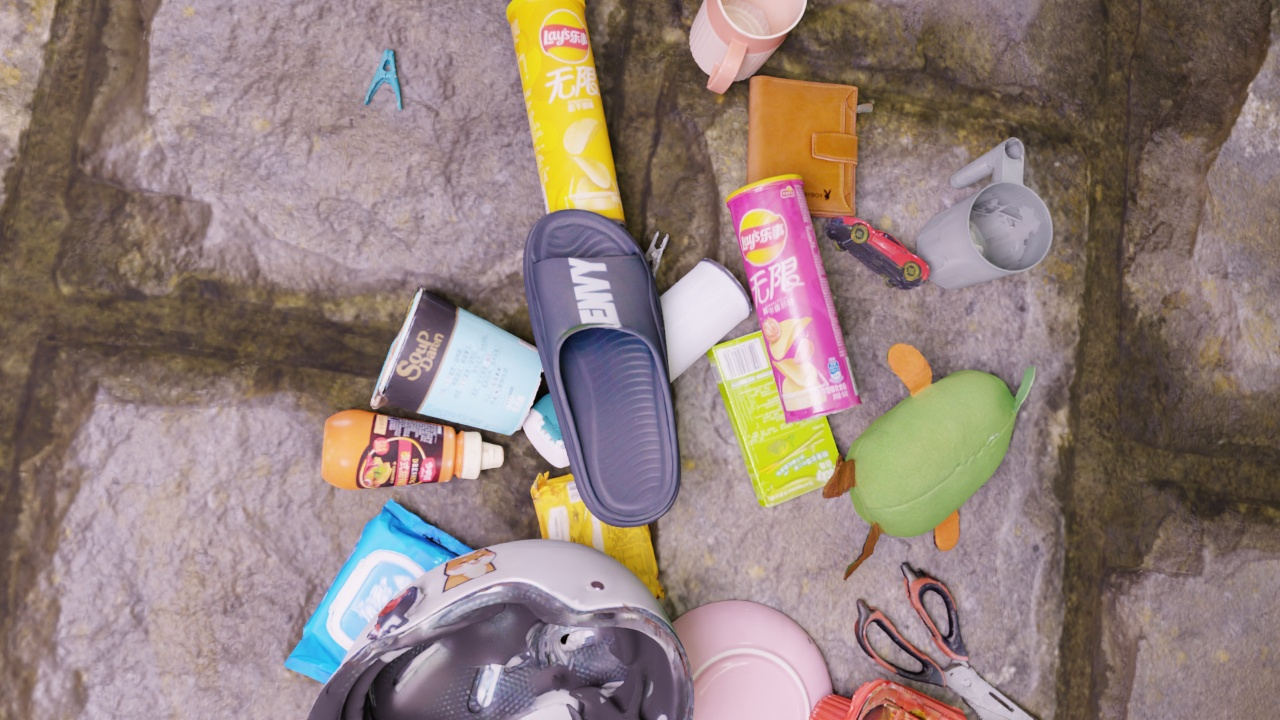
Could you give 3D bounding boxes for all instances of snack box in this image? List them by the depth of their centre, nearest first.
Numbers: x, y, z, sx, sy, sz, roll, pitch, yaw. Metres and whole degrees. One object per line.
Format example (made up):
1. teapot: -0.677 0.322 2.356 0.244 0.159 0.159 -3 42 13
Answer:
1. snack box: 0.126 0.049 0.851 0.085 0.026 0.156 -19 88 -12

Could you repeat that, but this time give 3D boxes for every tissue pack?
1. tissue pack: -0.215 0.204 0.760 0.095 0.052 0.157 32 80 -6

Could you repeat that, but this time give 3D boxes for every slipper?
1. slipper: -0.022 -0.002 0.729 0.110 0.083 0.268 -11 82 -12

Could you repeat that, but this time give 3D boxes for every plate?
1. plate: 0.087 0.313 0.813 0.192 0.039 0.192 1 85 -11

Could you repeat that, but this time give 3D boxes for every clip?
1. clip: -0.227 -0.252 0.820 0.033 0.013 0.054 7 86 -11
2. clip: 0.011 -0.093 0.845 0.042 0.026 0.058 20 78 -1

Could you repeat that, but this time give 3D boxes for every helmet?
1. helmet: -0.102 0.232 0.694 0.274 0.156 0.230 -22 115 4

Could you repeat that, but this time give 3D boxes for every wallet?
1. wallet: 0.161 -0.203 0.881 0.119 0.035 0.130 2 85 -5

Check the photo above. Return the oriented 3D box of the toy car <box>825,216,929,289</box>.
1. toy car: 0.225 -0.105 0.872 0.106 0.049 0.031 33 79 -6

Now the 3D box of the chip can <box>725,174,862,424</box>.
1. chip can: 0.135 -0.053 0.813 0.071 0.071 0.210 -13 86 -12

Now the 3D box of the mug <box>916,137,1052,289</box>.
1. mug: 0.321 -0.133 0.865 0.083 0.103 0.124 7 82 -10

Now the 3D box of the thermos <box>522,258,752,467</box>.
1. thermos: -0.005 0.005 0.809 0.224 0.073 0.073 -41 93 -13

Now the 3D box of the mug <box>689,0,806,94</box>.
1. mug: 0.090 -0.297 0.835 0.081 0.106 0.114 20 81 -8

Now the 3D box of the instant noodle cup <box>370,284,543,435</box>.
1. instant noodle cup: -0.149 0.009 0.770 0.120 0.111 0.111 23 81 -17

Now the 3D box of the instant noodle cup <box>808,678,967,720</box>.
1. instant noodle cup: 0.192 0.364 0.789 0.164 0.079 0.188 33 80 -32

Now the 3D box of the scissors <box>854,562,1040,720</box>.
1. scissors: 0.300 0.283 0.868 0.201 0.015 0.206 0 84 -11

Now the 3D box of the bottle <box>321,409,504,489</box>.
1. bottle: -0.190 0.078 0.776 0.149 0.067 0.066 5 84 -17

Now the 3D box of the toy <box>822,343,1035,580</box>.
1. toy: 0.256 0.088 0.835 0.246 0.090 0.227 -31 119 -21

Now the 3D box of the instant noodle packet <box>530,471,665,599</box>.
1. instant noodle packet: -0.038 0.154 0.803 0.110 0.044 0.128 -7 90 -18

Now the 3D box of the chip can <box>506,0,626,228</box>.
1. chip can: -0.066 -0.216 0.817 0.072 0.072 0.213 -10 87 -11
